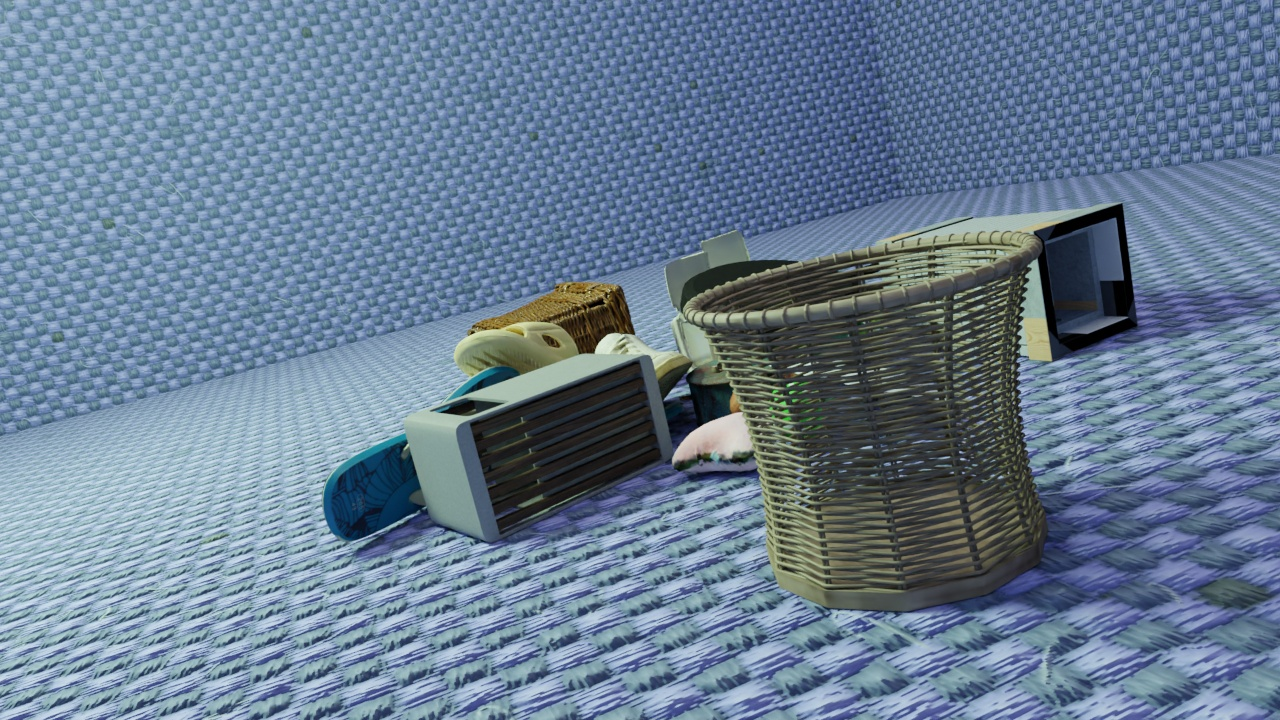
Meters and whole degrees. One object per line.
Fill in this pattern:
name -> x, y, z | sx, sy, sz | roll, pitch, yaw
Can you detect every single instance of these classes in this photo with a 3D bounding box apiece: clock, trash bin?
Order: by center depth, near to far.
trash bin -> -0.099, 0.078, 0.924 | 0.228, 0.114, 0.115 | -21, 13, -35
clock -> 0.123, 0.029, 1.030 | 0.121, 0.073, 0.158 | -20, 13, -31
trash bin -> 0.433, -0.096, 1.109 | 0.142, 0.142, 0.247 | -18, 12, -24

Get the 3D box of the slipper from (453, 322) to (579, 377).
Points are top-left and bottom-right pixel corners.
slipper -> -0.125, 0.001, 1.142 | 0.112, 0.079, 0.261 | -19, -30, 31

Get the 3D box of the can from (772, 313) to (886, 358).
can -> 0.238, -0.028, 1.153 | 0.143, 0.083, 0.083 | -22, 14, -40

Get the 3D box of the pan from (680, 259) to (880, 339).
pan -> 0.212, -0.099, 1.174 | 0.355, 0.034, 0.225 | -20, 29, -35

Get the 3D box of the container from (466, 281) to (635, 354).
container -> -0.129, -0.011, 1.334 | 0.183, 0.162, 0.250 | -22, 13, -20

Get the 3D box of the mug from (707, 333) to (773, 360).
mug -> 0.145, -0.029, 1.218 | 0.122, 0.110, 0.096 | -22, 19, -40

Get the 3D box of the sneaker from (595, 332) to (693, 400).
sneaker -> -0.006, 0.006, 1.093 | 0.089, 0.102, 0.241 | -49, 0, -3

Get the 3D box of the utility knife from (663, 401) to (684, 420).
utility knife -> 0.009, 0.075, 1.089 | 0.117, 0.015, 0.022 | -26, 10, -41

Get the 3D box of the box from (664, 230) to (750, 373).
box -> 0.110, -0.073, 1.272 | 0.145, 0.186, 0.066 | -21, 15, -6

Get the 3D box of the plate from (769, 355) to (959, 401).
plate -> 0.226, 0.014, 0.928 | 0.188, 0.016, 0.188 | 10, 4, -1

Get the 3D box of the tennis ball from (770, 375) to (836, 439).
tennis ball -> 0.160, 0.047, 0.906 | 0.065, 0.065, 0.065 | -13, 11, 2

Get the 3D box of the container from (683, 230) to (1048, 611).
container -> 0.160, 0.034, 0.617 | 0.227, 0.196, 0.226 | -13, 11, 2

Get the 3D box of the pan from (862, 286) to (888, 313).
pan -> 0.220, -0.068, 1.430 | 0.357, 0.067, 0.208 | -4, 14, 41

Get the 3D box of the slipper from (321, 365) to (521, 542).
slipper -> -0.203, 0.101, 0.971 | 0.060, 0.118, 0.293 | 11, 28, 33

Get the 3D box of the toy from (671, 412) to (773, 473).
toy -> 0.087, 0.078, 0.877 | 0.103, 0.050, 0.093 | -9, 14, 36
